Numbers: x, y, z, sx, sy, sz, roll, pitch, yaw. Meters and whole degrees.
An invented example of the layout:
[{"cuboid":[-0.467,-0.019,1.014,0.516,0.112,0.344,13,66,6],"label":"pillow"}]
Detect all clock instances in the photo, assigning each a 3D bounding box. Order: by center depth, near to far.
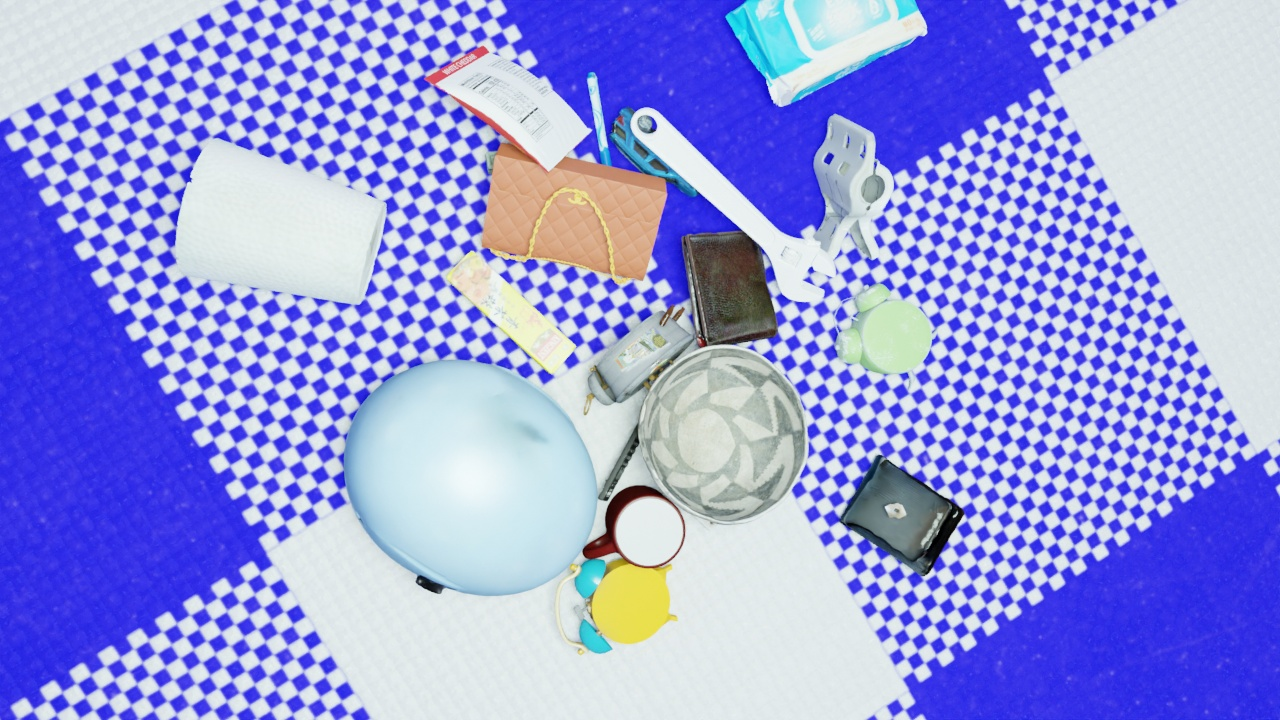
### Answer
[{"cuboid":[-0.005,0.006,0.938,0.148,0.104,0.056,-41,84,9],"label":"clock"},{"cuboid":[-0.026,0.253,0.958,0.129,0.044,0.099,-6,94,-16],"label":"clock"},{"cuboid":[0.265,-0.029,0.998,0.119,0.042,0.094,25,85,-6],"label":"clock"}]

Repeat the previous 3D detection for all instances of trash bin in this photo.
[{"cuboid":[-0.338,-0.124,0.883,0.161,0.133,0.133,15,87,-12],"label":"trash bin"}]

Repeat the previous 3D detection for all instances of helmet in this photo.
[{"cuboid":[-0.153,0.119,0.885,0.265,0.167,0.225,36,75,-15],"label":"helmet"}]

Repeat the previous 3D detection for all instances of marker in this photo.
[{"cuboid":[-0.041,-0.236,0.975,0.013,0.013,0.142,-10,91,-7],"label":"marker"}]

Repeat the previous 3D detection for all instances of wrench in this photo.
[{"cuboid":[0.096,-0.158,0.937,0.273,0.018,0.066,40,125,-14],"label":"wrench"}]

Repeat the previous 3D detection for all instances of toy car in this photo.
[{"cuboid":[0.018,-0.214,0.965,0.120,0.056,0.043,39,91,-3],"label":"toy car"}]

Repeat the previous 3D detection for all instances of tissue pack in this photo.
[{"cuboid":[0.208,-0.365,0.984,0.209,0.066,0.117,-27,93,-9],"label":"tissue pack"}]

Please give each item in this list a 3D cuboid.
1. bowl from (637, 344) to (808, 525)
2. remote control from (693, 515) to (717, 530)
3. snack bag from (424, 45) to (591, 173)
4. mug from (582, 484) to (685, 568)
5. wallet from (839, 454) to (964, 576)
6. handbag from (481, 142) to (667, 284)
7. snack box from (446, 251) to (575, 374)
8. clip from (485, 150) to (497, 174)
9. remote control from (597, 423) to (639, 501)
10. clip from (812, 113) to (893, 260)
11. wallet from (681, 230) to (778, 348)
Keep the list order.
[{"cuboid":[0.077,0.077,0.941,0.178,0.081,0.178,2,82,-15],"label":"bowl"},{"cuboid":[0.102,0.117,0.991,0.050,0.011,0.135,43,85,-5],"label":"remote control"},{"cuboid":[-0.126,-0.257,0.918,0.144,0.130,0.039,37,126,-6],"label":"snack bag"},{"cuboid":[-0.011,0.176,0.940,0.105,0.082,0.073,-26,93,-7],"label":"mug"},{"cuboid":[0.285,0.169,1.006,0.115,0.026,0.089,34,85,-6],"label":"wallet"},{"cuboid":[-0.069,-0.144,0.936,0.172,0.060,0.109,11,120,-7],"label":"handbag"},{"cuboid":[-0.134,-0.049,0.953,0.148,0.029,0.040,43,85,-5],"label":"snack box"},{"cuboid":[-0.124,-0.210,0.957,0.076,0.045,0.023,-9,92,-9],"label":"clip"},{"cuboid":[-0.007,0.085,0.968,0.009,0.030,0.140,27,86,13],"label":"remote control"},{"cuboid":[0.220,-0.177,0.961,0.075,0.124,0.144,-5,115,-4],"label":"clip"},{"cuboid":[0.092,-0.076,0.966,0.099,0.031,0.120,-9,88,-35],"label":"wallet"}]
